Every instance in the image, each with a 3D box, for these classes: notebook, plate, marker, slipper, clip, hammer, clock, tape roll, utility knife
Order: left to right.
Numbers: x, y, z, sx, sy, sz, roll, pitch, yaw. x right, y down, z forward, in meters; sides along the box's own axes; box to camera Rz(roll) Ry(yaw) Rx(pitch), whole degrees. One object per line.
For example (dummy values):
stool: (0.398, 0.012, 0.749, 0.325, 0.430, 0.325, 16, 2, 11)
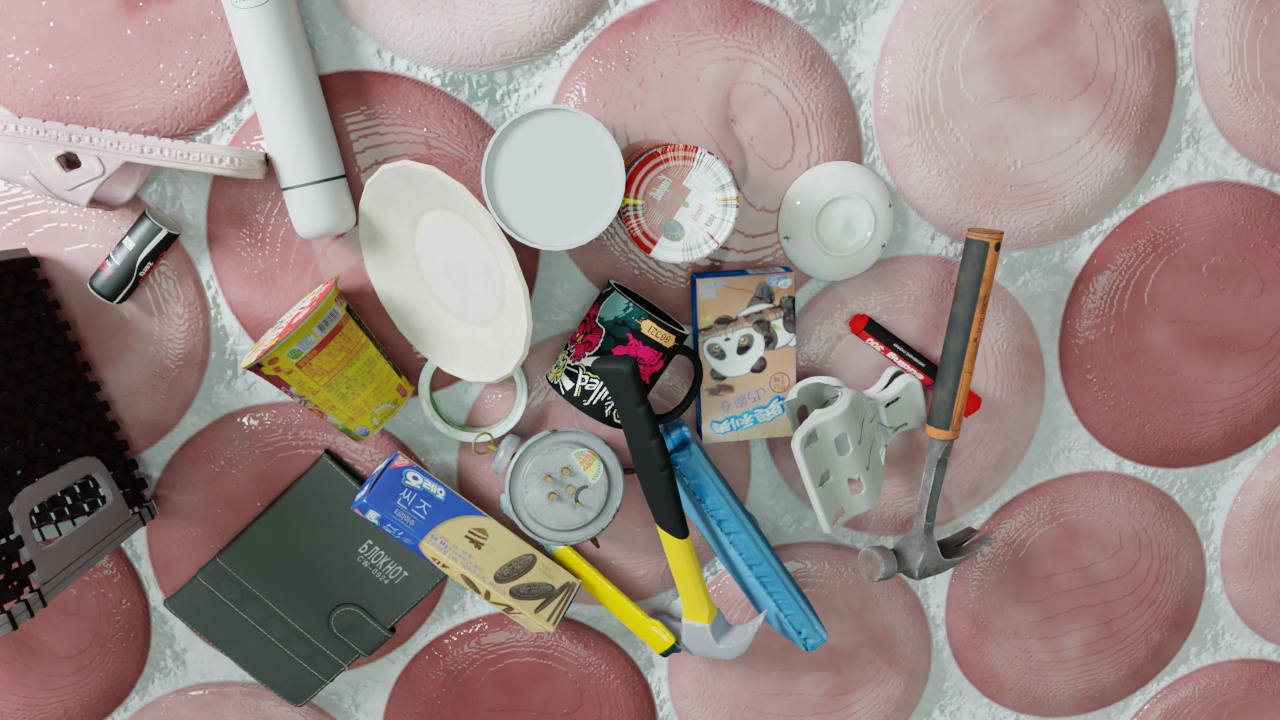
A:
slipper: (-0.411, -0.146, 0.700, 0.239, 0.094, 0.064, 5, 99, -10)
notebook: (-0.298, 0.206, 0.838, 0.209, 0.029, 0.169, -42, 104, 8)
plate: (-0.150, -0.070, 0.728, 0.189, 0.027, 0.189, 22, 130, 29)
tape roll: (-0.146, 0.026, 0.806, 0.094, 0.018, 0.094, -1, 105, -4)
clock: (-0.080, 0.102, 0.806, 0.148, 0.056, 0.104, 28, 88, -11)
utility knife: (-0.048, 0.197, 0.840, 0.217, 0.019, 0.031, 41, 119, -4)
hammer: (0.025, 0.135, 0.774, 0.127, 0.029, 0.324, 4, 125, 33)
plate: (0.172, -0.119, 0.792, 0.104, 0.026, 0.104, -1, 105, -5)
clip: (0.180, 0.061, 0.819, 0.152, 0.099, 0.126, -45, 130, -27)
marker: (0.249, 0.004, 0.833, 0.145, 0.021, 0.023, 34, 107, -12)
hammer: (0.279, 0.042, 0.805, 0.137, 0.035, 0.315, 0, 106, -29)

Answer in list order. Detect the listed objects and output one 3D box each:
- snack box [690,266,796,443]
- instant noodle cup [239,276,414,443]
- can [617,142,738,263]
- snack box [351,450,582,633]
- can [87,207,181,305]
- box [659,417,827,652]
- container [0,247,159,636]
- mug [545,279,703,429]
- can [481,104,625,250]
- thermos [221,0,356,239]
snack box: (0.092, -0.005, 0.810, 0.087, 0.034, 0.151, -4, 105, -4)
instant noodle cup: (-0.252, 0.008, 0.758, 0.100, 0.100, 0.112, -37, 113, 5)
can: (0.024, -0.129, 0.729, 0.086, 0.116, 0.087, -1, 105, -5)
snack box: (-0.154, 0.164, 0.812, 0.206, 0.056, 0.057, 38, 60, -13)
can: (-0.412, -0.084, 0.747, 0.031, 0.031, 0.080, 41, 98, -13)
box: (0.081, 0.160, 0.824, 0.054, 0.093, 0.231, -34, 106, 3)
container: (-0.559, 0.070, 0.669, 0.245, 0.247, 0.244, -15, 102, -1)
mug: (-0.005, 0.005, 0.779, 0.118, 0.081, 0.098, 32, 100, -10)
can: (-0.066, -0.143, 0.703, 0.099, 0.144, 0.099, -1, 105, -5)
thermos: (-0.275, -0.207, 0.716, 0.052, 0.052, 0.224, -13, 105, -2)
